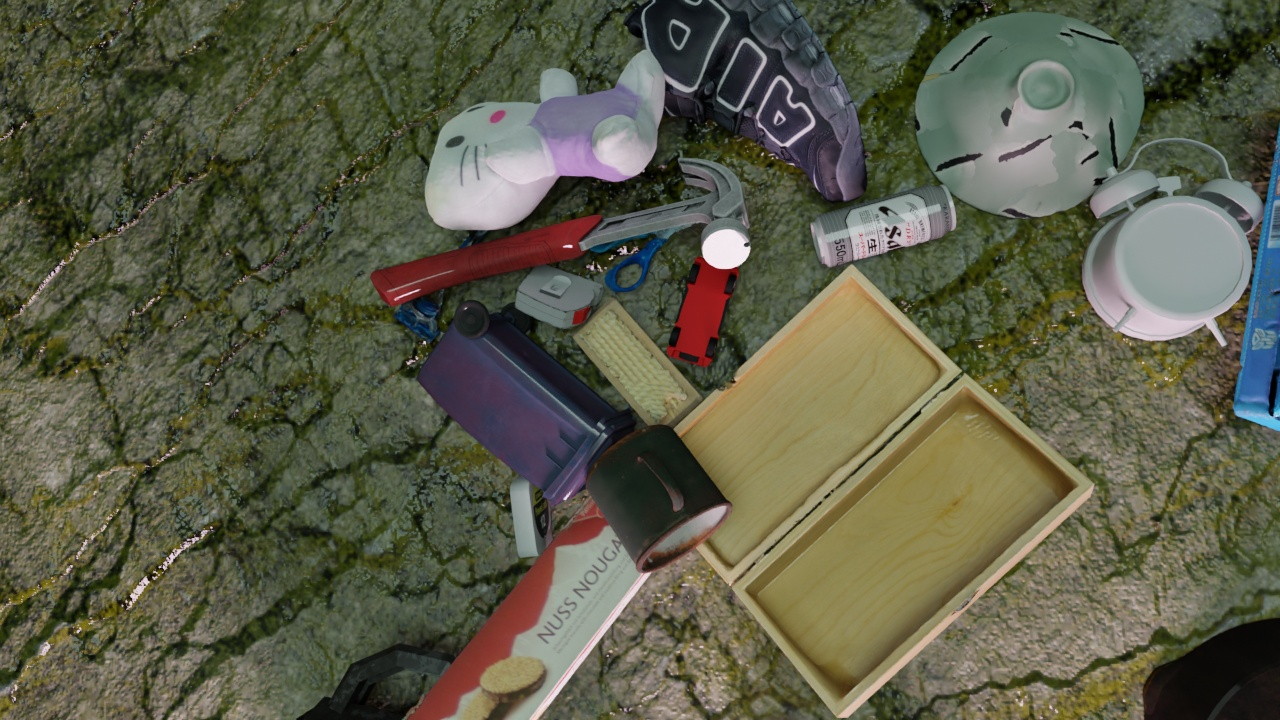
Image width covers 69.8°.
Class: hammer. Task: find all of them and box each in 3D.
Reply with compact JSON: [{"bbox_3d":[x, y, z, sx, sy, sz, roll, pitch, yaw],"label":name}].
[{"bbox_3d":[-0.071,-0.096,0.746,0.316,0.036,0.126,-12,41,11],"label":"hammer"}]

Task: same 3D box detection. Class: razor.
[{"bbox_3d":[-0.160,-0.084,0.795,0.044,0.018,0.141,36,92,9],"label":"razor"}]

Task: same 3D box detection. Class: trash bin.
[{"bbox_3d":[-0.087,0.032,0.741,0.161,0.093,0.092,39,101,10],"label":"trash bin"}]

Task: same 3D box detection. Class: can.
[{"bbox_3d":[0.193,-0.108,0.734,0.107,0.044,0.044,-15,84,7],"label":"can"}]

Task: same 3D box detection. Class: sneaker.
[{"bbox_3d":[0.071,-0.214,0.737,0.151,0.097,0.252,-32,82,10],"label":"sneaker"}]

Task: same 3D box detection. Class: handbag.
[{"bbox_3d":[-0.184,0.328,0.729,0.197,0.102,0.199,9,88,8],"label":"handbag"}]

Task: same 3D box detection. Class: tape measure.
[{"bbox_3d":[-0.068,-0.054,0.760,0.060,0.062,0.020,20,125,9],"label":"tape measure"},{"bbox_3d":[-0.088,0.125,0.749,0.017,0.064,0.065,-8,92,7],"label":"tape measure"}]

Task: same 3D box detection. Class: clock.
[{"bbox_3d":[0.403,-0.091,0.700,0.120,0.061,0.159,8,83,8],"label":"clock"}]

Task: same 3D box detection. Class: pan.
[{"bbox_3d":[0.460,0.362,0.668,0.249,0.043,0.356,31,91,9],"label":"pan"}]

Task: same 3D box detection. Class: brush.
[{"bbox_3d":[-0.004,0.004,0.757,0.049,0.039,0.117,-41,81,5],"label":"brush"}]

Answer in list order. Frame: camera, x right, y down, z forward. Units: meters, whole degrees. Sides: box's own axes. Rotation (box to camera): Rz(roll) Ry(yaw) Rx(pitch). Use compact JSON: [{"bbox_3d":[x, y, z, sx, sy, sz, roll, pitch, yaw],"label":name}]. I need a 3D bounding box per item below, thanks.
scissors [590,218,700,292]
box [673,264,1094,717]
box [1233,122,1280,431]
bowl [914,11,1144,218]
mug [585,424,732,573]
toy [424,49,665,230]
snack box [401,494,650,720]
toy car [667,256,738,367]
[{"bbox_3d":[0.023,-0.105,0.776,0.134,0.016,0.073,-22,79,1],"label":"scissors"},{"bbox_3d":[0.162,0.095,0.714,0.247,0.076,0.257,-43,73,2],"label":"box"},{"bbox_3d":[0.471,-0.076,0.640,0.075,0.166,0.243,10,87,21],"label":"box"},{"bbox_3d":[0.307,-0.203,0.713,0.174,0.068,0.174,-1,87,10],"label":"bowl"},{"bbox_3d":[0.011,0.095,0.677,0.084,0.111,0.081,-31,66,-14],"label":"mug"},{"bbox_3d":[-0.077,-0.169,0.727,0.210,0.085,0.137,-8,47,29],"label":"toy"},{"bbox_3d":[-0.083,0.216,0.702,0.076,0.044,0.272,37,70,13],"label":"snack box"},{"bbox_3d":[0.052,-0.041,0.759,0.038,0.025,0.089,17,89,8],"label":"toy car"}]
